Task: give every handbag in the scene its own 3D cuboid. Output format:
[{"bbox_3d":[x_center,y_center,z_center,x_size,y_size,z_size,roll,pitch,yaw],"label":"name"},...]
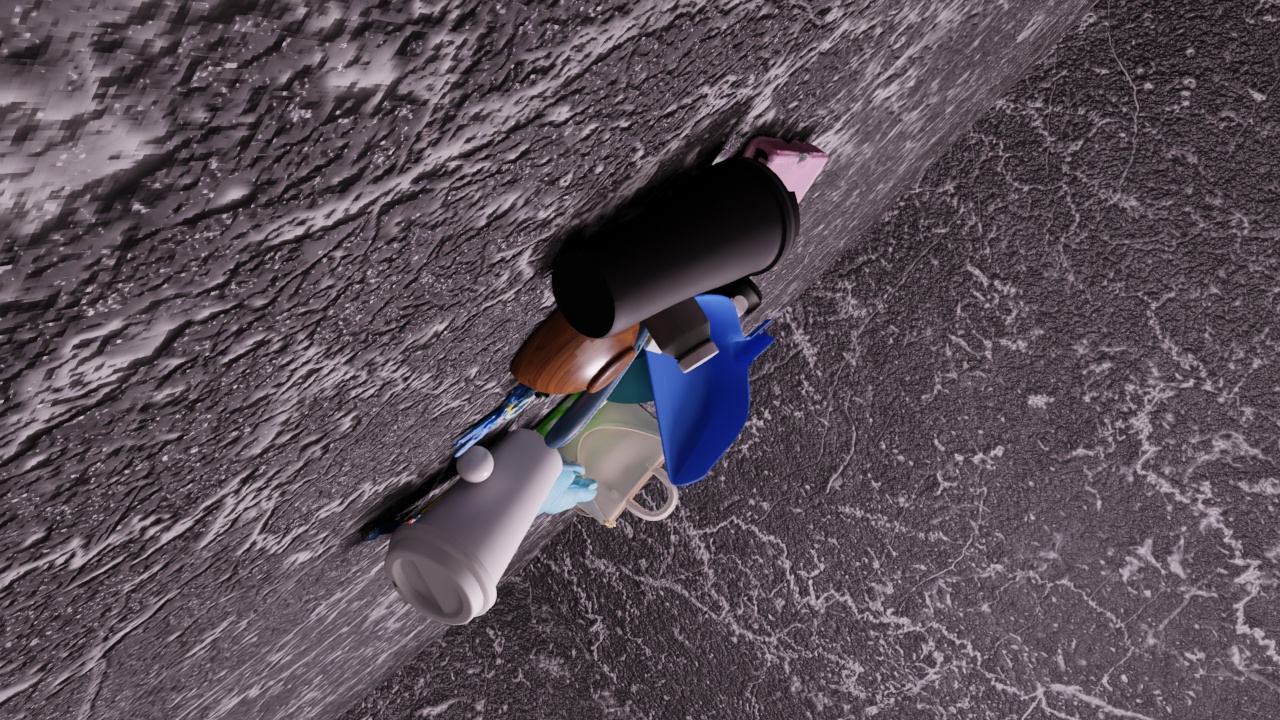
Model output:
[{"bbox_3d":[-0.026,0.154,1.363,0.194,0.198,0.101,-50,170,1],"label":"handbag"}]

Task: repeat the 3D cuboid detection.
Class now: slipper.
[{"bbox_3d":[-0.045,0.003,0.994,0.213,0.059,0.104,-57,-173,-29],"label":"slipper"}]

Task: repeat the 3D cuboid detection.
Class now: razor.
[{"bbox_3d":[-0.273,0.184,1.010,0.044,0.018,0.141,-53,169,-1],"label":"razor"}]

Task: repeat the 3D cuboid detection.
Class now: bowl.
[{"bbox_3d":[-0.047,-0.012,0.886,0.147,0.069,0.147,-42,173,-7],"label":"bowl"},{"bbox_3d":[-0.007,0.007,1.195,0.120,0.121,0.046,-35,130,-45],"label":"bowl"}]

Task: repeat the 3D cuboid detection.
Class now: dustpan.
[{"bbox_3d":[0.103,-0.001,1.208,0.060,0.246,0.256,2,-158,31],"label":"dustpan"}]

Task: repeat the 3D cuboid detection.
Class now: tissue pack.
[{"bbox_3d":[-0.091,0.073,1.271,0.099,0.034,0.114,-41,173,5],"label":"tissue pack"}]

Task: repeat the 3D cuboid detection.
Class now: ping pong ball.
[{"bbox_3d":[-0.181,0.113,1.001,0.040,0.040,0.040,-42,173,-7],"label":"ping pong ball"}]

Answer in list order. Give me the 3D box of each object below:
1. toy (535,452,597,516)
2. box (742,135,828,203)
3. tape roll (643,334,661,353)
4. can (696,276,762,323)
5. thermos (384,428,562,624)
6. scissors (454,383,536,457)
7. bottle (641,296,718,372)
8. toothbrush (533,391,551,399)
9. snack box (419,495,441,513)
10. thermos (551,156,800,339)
[{"bbox_3d":[-0.133,0.162,1.254,0.184,0.114,0.180,-25,156,28],"label":"toy"},{"bbox_3d":[0.112,-0.160,0.976,0.181,0.051,0.232,-45,172,26],"label":"box"},{"bbox_3d":[0.026,-0.055,1.032,0.094,0.019,0.094,-165,-89,-82],"label":"tape roll"},{"bbox_3d":[0.096,-0.065,1.291,0.146,0.080,0.080,-43,173,1],"label":"can"},{"bbox_3d":[-0.178,0.177,1.043,0.132,0.131,0.221,-50,-178,45],"label":"thermos"},{"bbox_3d":[-0.154,0.062,0.978,0.132,0.020,0.097,-42,170,-13],"label":"scissors"},{"bbox_3d":[0.034,-0.044,0.952,0.060,0.108,0.060,-32,175,-4],"label":"bottle"},{"bbox_3d":[-0.104,0.037,0.977,0.017,0.014,0.188,-54,-179,-1],"label":"toothbrush"},{"bbox_3d":[-0.216,0.192,1.128,0.152,0.075,0.025,-39,170,-26],"label":"snack box"},{"bbox_3d":[0.030,-0.091,0.756,0.218,0.106,0.106,-30,166,-38],"label":"thermos"}]
